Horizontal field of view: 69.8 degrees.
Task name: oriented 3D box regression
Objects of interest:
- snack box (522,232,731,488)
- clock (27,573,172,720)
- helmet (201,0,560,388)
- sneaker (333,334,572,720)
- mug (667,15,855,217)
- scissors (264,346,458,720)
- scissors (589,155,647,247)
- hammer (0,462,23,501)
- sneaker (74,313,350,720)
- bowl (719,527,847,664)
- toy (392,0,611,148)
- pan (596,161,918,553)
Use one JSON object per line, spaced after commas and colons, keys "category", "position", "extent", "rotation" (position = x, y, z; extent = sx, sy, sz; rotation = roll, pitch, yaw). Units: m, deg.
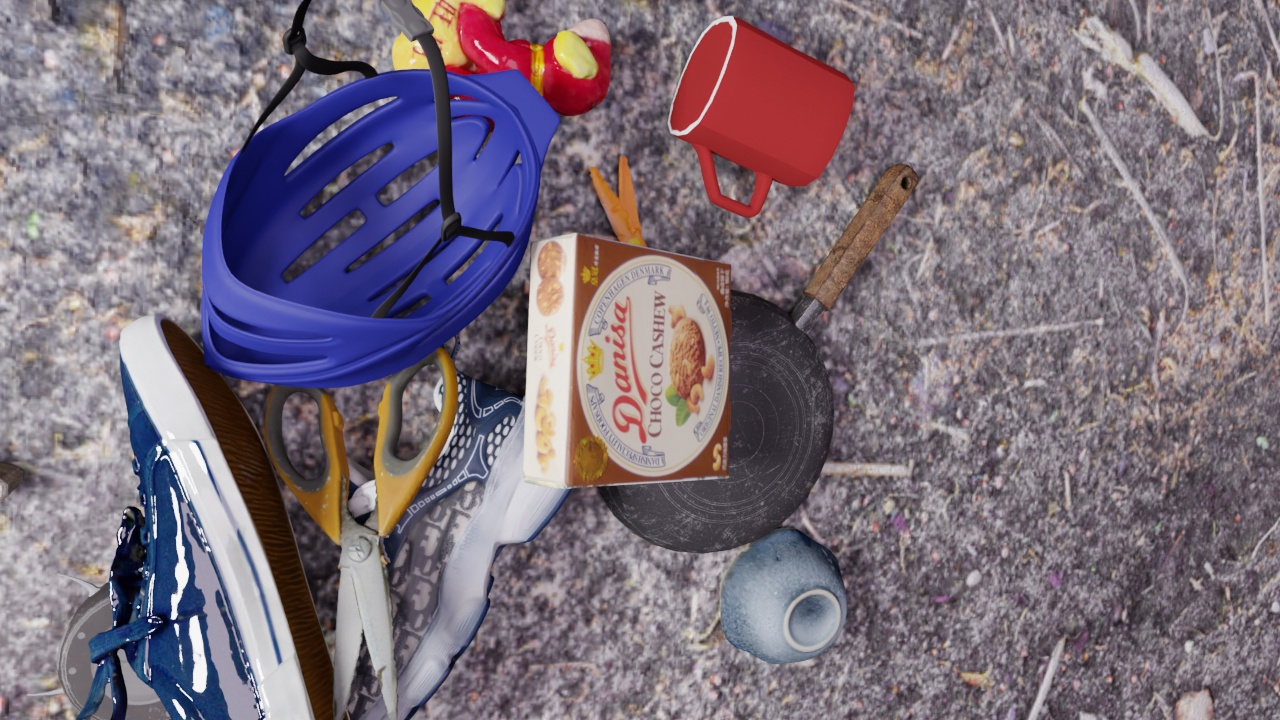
{"category": "snack box", "position": [-0.003, 0.003, 0.568], "extent": [0.146, 0.041, 0.143], "rotation": [4, 87, -46]}
{"category": "clock", "position": [-0.293, 0.174, 0.557], "extent": [0.122, 0.044, 0.091], "rotation": [14, 89, -24]}
{"category": "helmet", "position": [-0.149, -0.086, 0.482], "extent": [0.241, 0.228, 0.148], "rotation": [-39, 82, -11]}
{"category": "sneaker", "position": [-0.148, 0.116, 0.590], "extent": [0.132, 0.103, 0.269], "rotation": [33, 84, -7]}
{"category": "mug", "position": [0.076, -0.162, 0.635], "extent": [0.096, 0.080, 0.116], "rotation": [19, 97, -22]}
{"category": "scissors", "position": [-0.151, 0.089, 0.534], "extent": [0.166, 0.016, 0.225], "rotation": [-25, 65, 1]}
{"category": "scissors", "position": [-0.015, -0.079, 0.647], "extent": [0.083, 0.012, 0.133], "rotation": [-34, 108, -15]}
{"category": "hammer", "position": [-0.446, 0.190, 0.506], "extent": [0.157, 0.037, 0.301], "rotation": [5, 95, -21]}
{"category": "sneaker", "position": [-0.260, 0.122, 0.505], "extent": [0.127, 0.121, 0.294], "rotation": [-18, 84, -8]}
{"category": "bowl", "position": [0.119, 0.191, 0.710], "extent": [0.110, 0.055, 0.110], "rotation": [-3, 99, -20]}
{"category": "toy", "position": [-0.087, -0.184, 0.581], "extent": [0.137, 0.067, 0.105], "rotation": [7, 101, -13]}
{"category": "pan", "position": [0.107, -0.011, 0.684], "extent": [0.207, 0.040, 0.356], "rotation": [40, 85, -24]}
